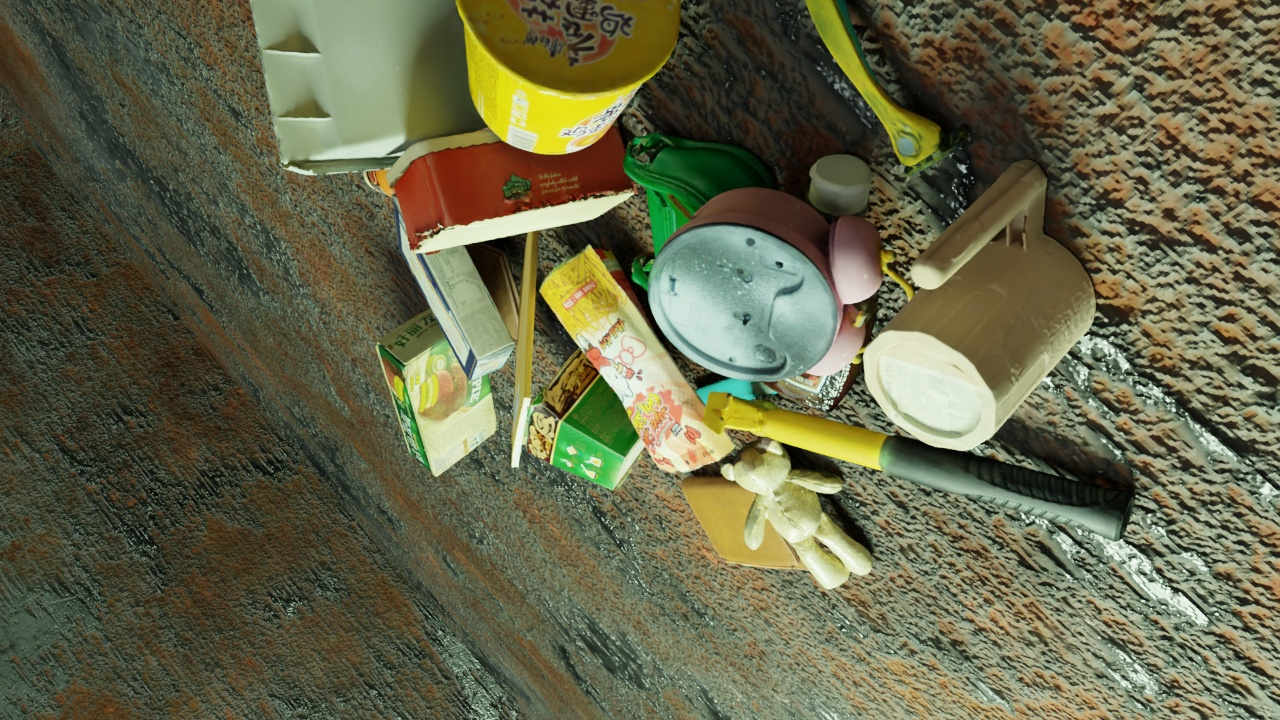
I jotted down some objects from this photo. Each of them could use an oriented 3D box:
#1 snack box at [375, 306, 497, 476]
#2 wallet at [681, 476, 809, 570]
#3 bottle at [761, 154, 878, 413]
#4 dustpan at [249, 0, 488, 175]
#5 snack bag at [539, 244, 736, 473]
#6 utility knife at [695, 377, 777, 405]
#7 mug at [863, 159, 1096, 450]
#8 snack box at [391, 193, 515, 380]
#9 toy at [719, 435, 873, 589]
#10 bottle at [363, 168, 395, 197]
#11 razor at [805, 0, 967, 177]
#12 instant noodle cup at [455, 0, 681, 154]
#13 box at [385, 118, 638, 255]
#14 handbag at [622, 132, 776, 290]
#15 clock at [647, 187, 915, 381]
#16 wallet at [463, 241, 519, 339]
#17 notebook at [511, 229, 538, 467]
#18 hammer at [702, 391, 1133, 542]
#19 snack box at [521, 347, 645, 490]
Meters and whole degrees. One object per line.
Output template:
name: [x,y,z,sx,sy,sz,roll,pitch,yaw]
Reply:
snack box: [-0.258,0.039,1.190,0.063,0.114,0.241,37,149,26]
wallet: [0.104,0.165,0.899,0.119,0.035,0.131,57,153,-11]
bottle: [0.121,-0.048,0.616,0.080,0.043,0.195,27,144,23]
dustpan: [-0.208,-0.245,0.673,0.143,0.257,0.223,-1,102,38]
snack bag: [-0.005,0.005,0.798,0.208,0.073,0.129,58,154,3]
utility knife: [0.088,0.025,0.779,0.029,0.013,0.152,52,152,-9]
mug: [0.180,-0.028,0.490,0.084,0.103,0.125,25,143,39]
snack box: [-0.197,-0.074,0.955,0.178,0.045,0.183,62,165,0]
toy: [0.139,0.131,0.793,0.105,0.066,0.157,-37,97,30]
bottle: [-0.261,-0.202,0.974,0.150,0.066,0.067,15,136,58]
razor: [0.123,-0.162,0.498,0.132,0.028,0.043,55,155,-5]
instant noodle cup: [-0.053,-0.207,0.598,0.138,0.137,0.110,50,161,1]
box: [-0.092,-0.124,0.687,0.091,0.168,0.080,-14,92,60]
handbag: [0.038,-0.089,0.660,0.120,0.067,0.131,29,145,35]
clock: [0.086,-0.043,0.558,0.158,0.059,0.117,17,136,14]
wallet: [-0.170,-0.083,1.022,0.101,0.020,0.115,24,139,39]
notebook: [-0.109,-0.022,0.866,0.146,0.010,0.206,111,160,-58]
hammer: [0.173,0.065,0.638,0.301,0.128,0.033,14,91,36]
snack box: [-0.042,0.058,0.920,0.105,0.118,0.118,32,149,8]
